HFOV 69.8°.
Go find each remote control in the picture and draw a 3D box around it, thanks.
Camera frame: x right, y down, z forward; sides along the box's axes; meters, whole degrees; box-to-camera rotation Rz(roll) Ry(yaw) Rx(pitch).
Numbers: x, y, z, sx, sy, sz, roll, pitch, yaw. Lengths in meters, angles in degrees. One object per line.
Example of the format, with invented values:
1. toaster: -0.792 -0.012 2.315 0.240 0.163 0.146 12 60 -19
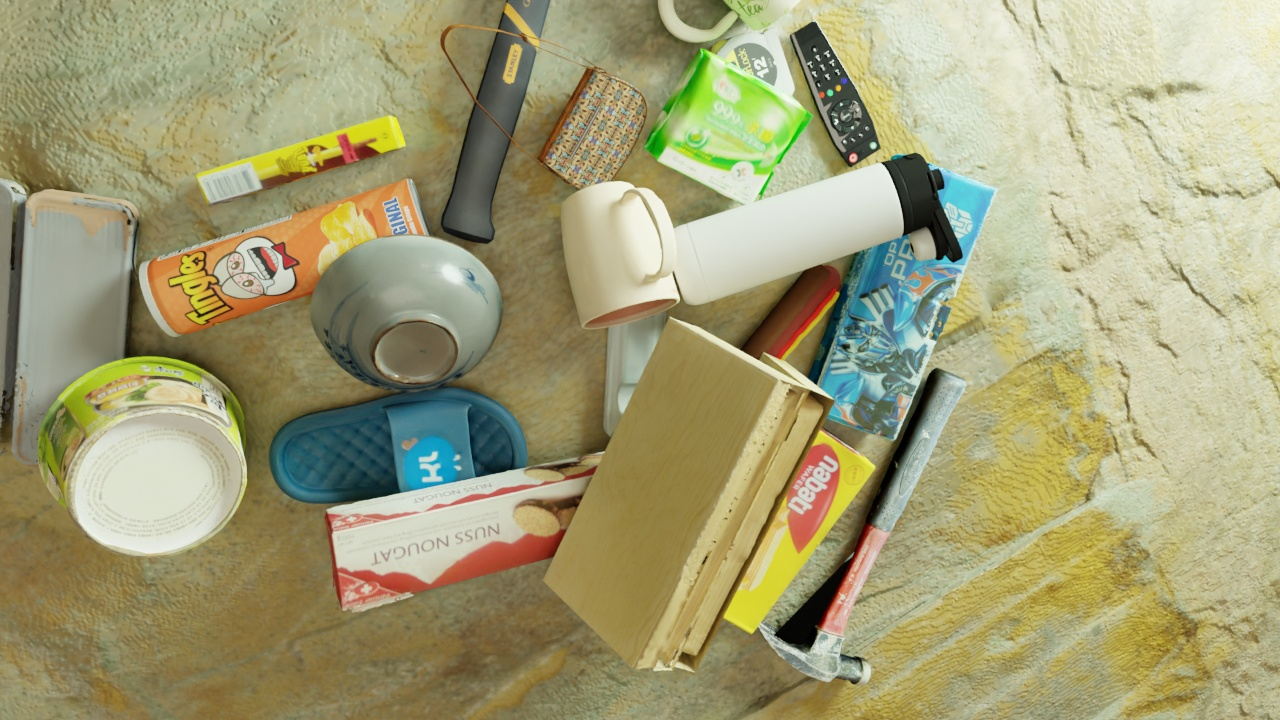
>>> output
1. remote control: 0.166 -0.229 0.789 0.039 0.010 0.125 -32 107 -2
2. remote control: -0.005 0.005 0.809 0.050 0.022 0.133 0 103 -11

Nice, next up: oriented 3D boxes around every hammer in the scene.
1. hammer: 0.221 0.157 0.885 0.140 0.036 0.326 21 99 -17
2. hammer: -0.093 -0.245 0.726 0.139 0.035 0.313 15 101 -12

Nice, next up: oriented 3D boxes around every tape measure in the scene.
1. tape measure: 0.092 -0.243 0.769 0.065 0.017 0.064 -24 107 -4

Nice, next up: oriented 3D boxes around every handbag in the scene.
1. handbag: -0.079 -0.198 0.690 0.195 0.043 0.093 18 107 -51

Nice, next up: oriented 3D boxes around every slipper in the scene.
1. slipper: -0.202 0.077 0.772 0.213 0.059 0.104 -2 102 -9

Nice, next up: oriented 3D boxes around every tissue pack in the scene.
1. tissue pack: 0.070 -0.188 0.756 0.114 0.034 0.100 21 114 -24

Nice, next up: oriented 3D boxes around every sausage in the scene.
1. sausage: 0.123 -0.021 0.818 0.040 0.040 0.155 37 94 -17

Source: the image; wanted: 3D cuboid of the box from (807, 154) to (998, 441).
1. box: 0.228 -0.052 0.816 0.091 0.066 0.243 16 100 -14

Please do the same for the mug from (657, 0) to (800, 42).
1. mug: 0.068 -0.304 0.723 0.122 0.081 0.097 -42 114 7

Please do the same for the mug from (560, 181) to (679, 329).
1. mug: -0.013 -0.090 0.734 0.085 0.112 0.104 -12 82 -37

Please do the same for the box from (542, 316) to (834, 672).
1. box: 0.048 0.111 0.744 0.148 0.141 0.249 18 102 -37

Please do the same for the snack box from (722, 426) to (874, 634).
1. snack box: 0.122 0.151 0.859 0.092 0.042 0.201 34 96 -18

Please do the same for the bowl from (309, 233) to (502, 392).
1. bowl: -0.179 -0.022 0.721 0.150 0.056 0.151 -11 133 -12

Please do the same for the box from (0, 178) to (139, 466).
1. box: -0.473 -0.028 0.705 0.157 0.063 0.216 11 102 -2

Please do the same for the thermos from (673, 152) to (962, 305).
1. thermos: 0.143 -0.096 0.767 0.230 0.068 0.101 -18 106 6

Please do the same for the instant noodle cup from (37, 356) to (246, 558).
1. instant noodle cup: -0.371 0.077 0.696 0.146 0.098 0.146 -12 113 -30

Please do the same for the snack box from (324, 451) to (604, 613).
1. snack box: -0.118 0.137 0.770 0.272 0.044 0.077 -9 114 -24

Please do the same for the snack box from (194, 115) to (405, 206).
1. snack box: -0.256 -0.153 0.702 0.149 0.061 0.026 -19 106 -6

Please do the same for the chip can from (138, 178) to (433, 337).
1. chip can: -0.270 -0.081 0.716 0.210 0.062 0.062 -19 106 -6
